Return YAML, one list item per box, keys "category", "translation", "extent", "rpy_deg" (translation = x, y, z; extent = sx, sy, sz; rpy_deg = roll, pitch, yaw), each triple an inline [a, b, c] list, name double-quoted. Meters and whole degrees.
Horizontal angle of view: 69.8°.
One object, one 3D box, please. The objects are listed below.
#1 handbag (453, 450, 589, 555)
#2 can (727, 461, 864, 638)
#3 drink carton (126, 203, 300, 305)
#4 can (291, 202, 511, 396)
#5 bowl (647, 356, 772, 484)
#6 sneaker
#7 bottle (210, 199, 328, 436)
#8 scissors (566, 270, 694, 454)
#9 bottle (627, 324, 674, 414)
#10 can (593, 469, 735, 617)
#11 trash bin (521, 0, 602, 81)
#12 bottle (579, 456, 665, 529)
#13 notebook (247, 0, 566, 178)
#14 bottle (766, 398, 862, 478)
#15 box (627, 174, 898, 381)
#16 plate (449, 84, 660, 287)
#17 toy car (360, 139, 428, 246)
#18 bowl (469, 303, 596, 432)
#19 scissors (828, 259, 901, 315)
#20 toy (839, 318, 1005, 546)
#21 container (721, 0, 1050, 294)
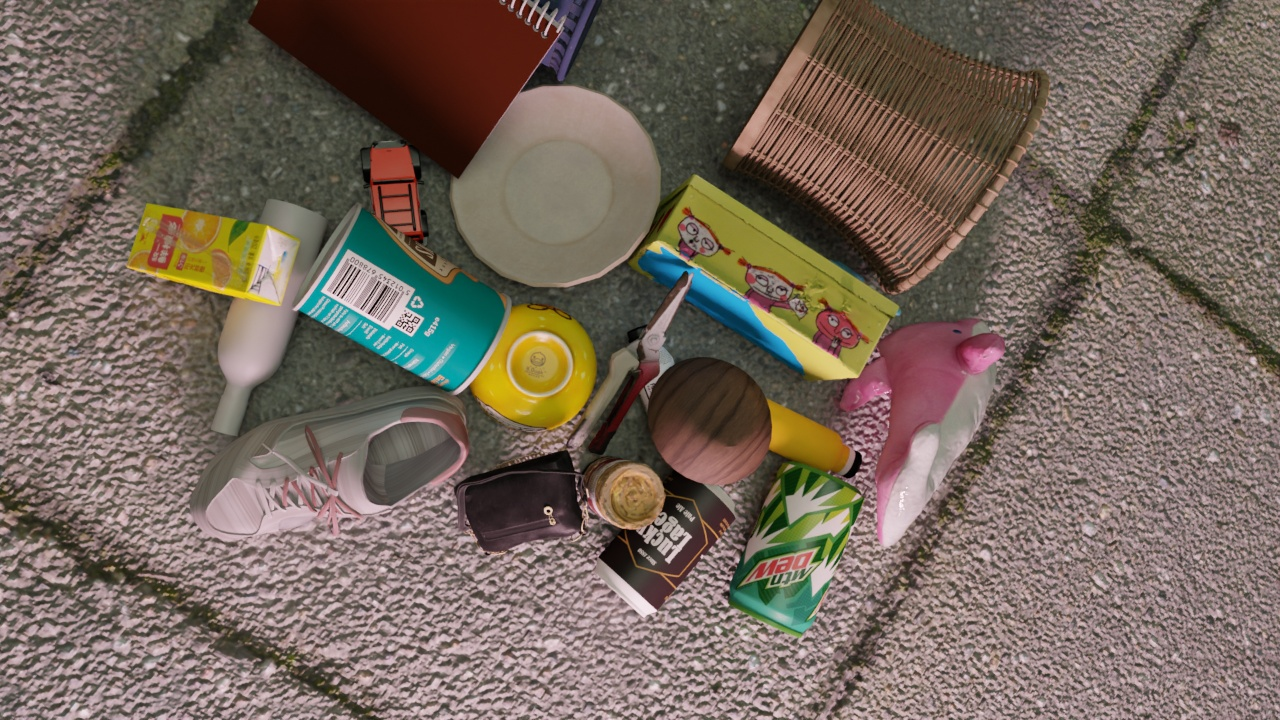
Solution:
- category: "handbag"
  translation: [-0.103, 0.127, 0.794]
  extent: [0.129, 0.054, 0.079]
  rpy_deg: [-17, 98, 19]
- category: "can"
  translation: [0.142, 0.173, 0.848]
  extent: [0.083, 0.083, 0.144]
  rpy_deg: [26, 82, -11]
- category: "drink carton"
  translation: [-0.345, -0.086, 0.736]
  extent: [0.135, 0.043, 0.058]
  rpy_deg: [12, 83, 23]
- category: "can"
  translation: [-0.194, -0.048, 0.755]
  extent: [0.144, 0.099, 0.099]
  rpy_deg: [32, 80, -24]
- category: "bowl"
  translation: [0.068, 0.048, 0.810]
  extent: [0.119, 0.032, 0.119]
  rpy_deg: [6, 69, -16]
- category: "sneaker"
  translation: [-0.249, 0.092, 0.749]
  extent: [0.236, 0.089, 0.099]
  rpy_deg: [-21, 109, -14]
- category: "bottle"
  translation: [-0.317, -0.034, 0.767]
  extent: [0.052, 0.052, 0.195]
  rpy_deg: [17, 84, -12]
- category: "scissors"
  translation: [-0.001, 0.008, 0.808]
  extent: [0.189, 0.015, 0.140]
  rpy_deg: [-32, 129, 4]
- category: "bottle"
  translation: [0.018, 0.023, 0.848]
  extent: [0.041, 0.041, 0.116]
  rpy_deg: [-21, 92, -13]
- category: "can"
  translation: [0.023, 0.161, 0.826]
  extent: [0.072, 0.072, 0.128]
  rpy_deg: [44, 79, -8]
- category: "trash bin"
  translation: [-0.150, -0.360, 0.781]
  extent: [0.249, 0.139, 0.139]
  rpy_deg: [25, 82, -9]
- category: "bottle"
  translation: [-0.018, 0.114, 0.802]
  extent: [0.056, 0.105, 0.056]
  rpy_deg: [1, 87, -13]
- category: "notebook"
  translation: [-0.190, -0.276, 0.745]
  extent: [0.209, 0.022, 0.172]
  rpy_deg: [36, 120, -14]
- category: "bottle"
  translation: [0.143, 0.071, 0.874]
  extent: [0.143, 0.043, 0.043]
  rpy_deg: [26, 82, -11]
- category: "box"
  translation: [0.105, -0.070, 0.833]
  extent: [0.221, 0.124, 0.079]
  rpy_deg: [33, 80, -7]
- category: "plate"
  translation: [-0.076, -0.156, 0.827]
  extent: [0.189, 0.027, 0.188]
  rpy_deg: [-1, 81, 3]
- category: "toy car"
  translation: [-0.213, -0.144, 0.799]
  extent: [0.051, 0.049, 0.100]
  rpy_deg: [-7, 88, -14]
- category: "bowl"
  translation: [-0.092, 0.005, 0.810]
  extent: [0.117, 0.068, 0.117]
  rpy_deg: [1, 87, -13]
- category: "scissors"
  translation: [0.185, -0.089, 0.869]
  extent: [0.139, 0.117, 0.015]
  rpy_deg: [37, 107, -5]
- category: "toy"
  translation: [0.254, 0.041, 0.859]
  extent: [0.128, 0.187, 0.264]
  rpy_deg: [21, 46, 18]
- category: "container"
  translation: [0.205, -0.206, 0.820]
  extent: [0.196, 0.227, 0.226]
  rpy_deg: [31, 81, -3]
